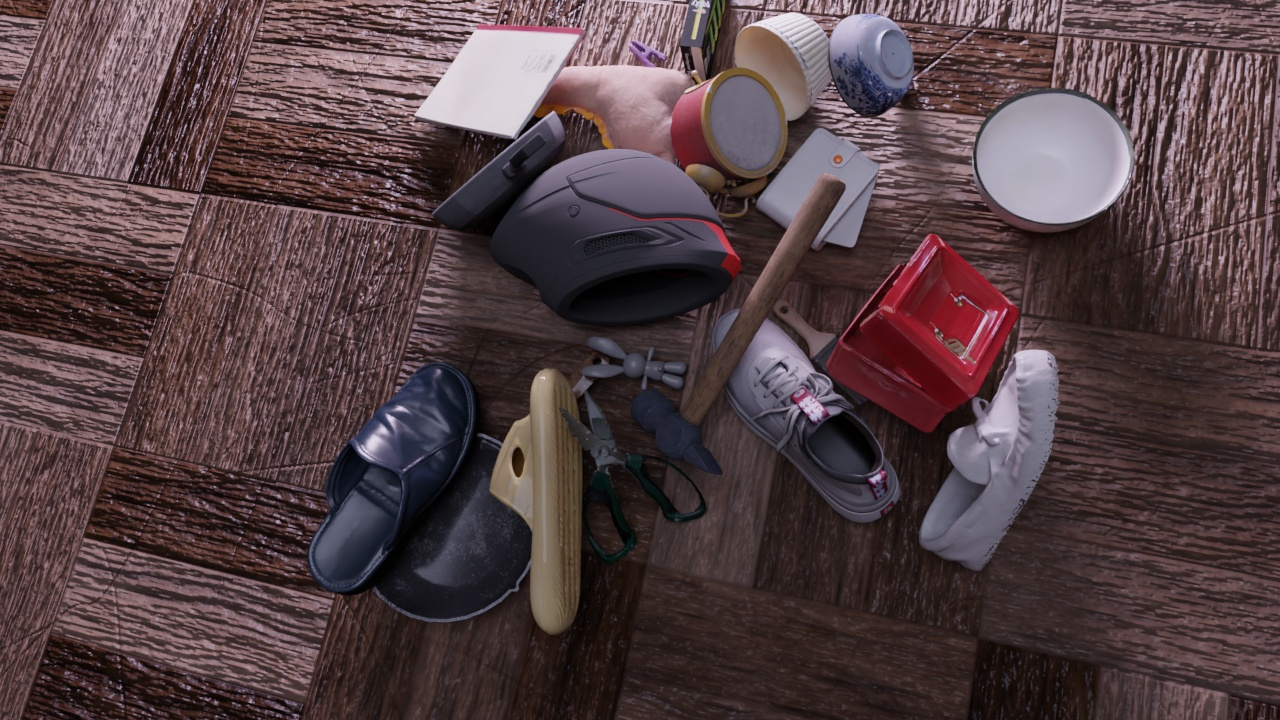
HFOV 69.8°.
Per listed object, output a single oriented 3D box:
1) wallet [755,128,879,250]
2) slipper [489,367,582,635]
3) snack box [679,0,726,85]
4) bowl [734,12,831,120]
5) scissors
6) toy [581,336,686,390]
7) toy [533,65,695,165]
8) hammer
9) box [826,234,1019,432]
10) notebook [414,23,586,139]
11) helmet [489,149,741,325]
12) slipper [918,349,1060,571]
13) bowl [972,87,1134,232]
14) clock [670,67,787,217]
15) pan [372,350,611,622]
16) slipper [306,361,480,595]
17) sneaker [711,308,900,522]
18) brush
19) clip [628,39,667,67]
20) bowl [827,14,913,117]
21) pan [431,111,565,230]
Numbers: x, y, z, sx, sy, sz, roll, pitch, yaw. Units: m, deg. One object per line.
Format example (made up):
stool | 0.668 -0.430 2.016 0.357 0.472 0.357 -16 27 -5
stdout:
wallet | 0.209 -0.182 1.011 0.115 0.037 0.118 40 89 17
slipper | -0.105 0.140 0.921 0.079 0.111 0.261 -5 79 15
snack box | 0.077 -0.408 1.070 0.025 0.080 0.147 9 77 12
bowl | 0.167 -0.335 1.025 0.062 0.115 0.115 -38 72 -17
scissors | -0.004 0.107 0.927 0.142 0.015 0.210 -15 116 -2
toy | -0.006 0.006 0.996 0.111 0.030 0.049 12 78 -4
toy | -0.069 -0.288 1.075 0.264 0.065 0.195 4 71 13
hammer | 0.108 -0.039 0.910 0.129 0.040 0.322 43 108 44
box | 0.277 -0.022 0.902 0.134 0.113 0.157 41 51 7
notebook | -0.169 -0.333 1.077 0.209 0.012 0.153 23 77 43
helmet | -0.033 -0.137 0.974 0.265 0.164 0.169 -13 69 15
slipper | 0.314 0.092 0.831 0.074 0.247 0.112 5 40 -4
bowl | 0.422 -0.199 0.958 0.153 0.073 0.153 -3 74 10
clock | 0.091 -0.236 1.011 0.117 0.081 0.159 -1 90 -34
pan | -0.151 0.121 0.998 0.207 0.040 0.356 40 78 17
slipper | -0.261 0.113 0.950 0.109 0.083 0.265 25 74 16
sneaker | 0.157 0.043 0.914 0.096 0.129 0.263 -37 69 -3
brush | 0.198 -0.012 0.981 0.039 0.012 0.151 -43 73 -2
clip | 0.006 -0.364 1.107 0.052 0.014 0.042 14 81 10
bowl | 0.261 -0.327 0.999 0.114 0.045 0.114 2 87 -33
pan | -0.129 -0.195 0.936 0.178 0.357 0.041 -42 104 -6
